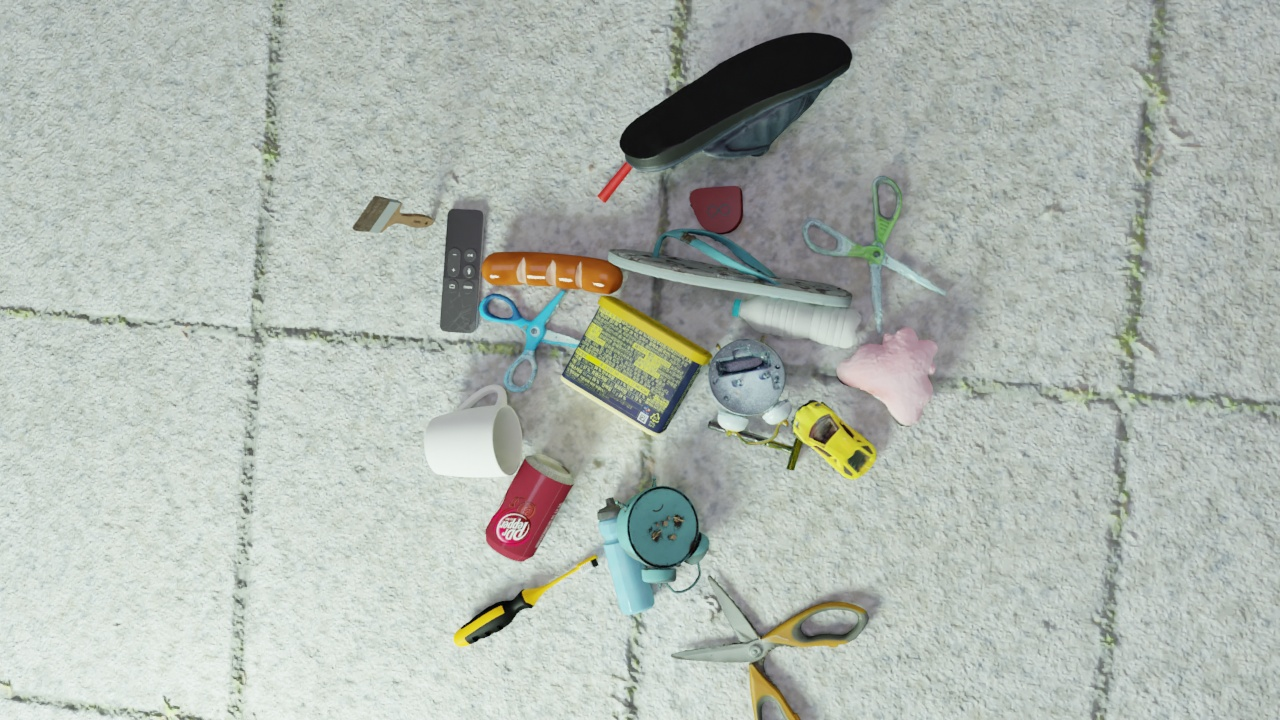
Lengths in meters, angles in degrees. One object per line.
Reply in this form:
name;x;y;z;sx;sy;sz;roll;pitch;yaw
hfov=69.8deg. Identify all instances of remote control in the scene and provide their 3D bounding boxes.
remote control;-0.211;-0.105;1.085;0.045;0.008;0.146;4;91;10

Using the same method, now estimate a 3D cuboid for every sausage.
sausage;-0.100;-0.101;1.047;0.164;0.044;0.039;6;132;10

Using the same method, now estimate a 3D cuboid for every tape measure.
tape measure;0.085;-0.167;1.026;0.059;0.019;0.051;-1;92;17

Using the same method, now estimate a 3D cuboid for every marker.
marker;-0.001;-0.239;1.044;0.013;0.012;0.142;41;97;8

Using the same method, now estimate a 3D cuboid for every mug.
mug;-0.190;0.080;1.055;0.088;0.081;0.114;-6;58;16

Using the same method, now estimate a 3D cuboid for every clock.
clock;0.119;0.033;0.997;0.083;0.057;0.117;-10;84;7
clock;0.025;0.196;1.007;0.089;0.053;0.124;-29;94;-27

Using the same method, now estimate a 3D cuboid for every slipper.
slipper;0.095;-0.103;0.981;0.269;0.098;0.055;12;107;9
slipper;0.108;-0.263;0.998;0.265;0.083;0.109;-30;46;-3

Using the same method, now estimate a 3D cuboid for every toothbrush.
toothbrush;-0.134;0.278;1.064;0.197;0.031;0.031;-32;60;5

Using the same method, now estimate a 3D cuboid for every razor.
razor;0.125;0.086;1.019;0.106;0.026;0.042;17;95;14

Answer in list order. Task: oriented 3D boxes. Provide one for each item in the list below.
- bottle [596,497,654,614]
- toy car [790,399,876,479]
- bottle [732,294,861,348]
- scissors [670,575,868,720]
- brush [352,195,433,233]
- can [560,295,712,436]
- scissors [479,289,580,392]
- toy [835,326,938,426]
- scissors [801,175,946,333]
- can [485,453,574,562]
bottle;-0.019;0.218;1.035;0.040;0.040;0.130;-16;87;10
toy car;0.207;0.085;0.986;0.107;0.030;0.049;38;96;-15
bottle;0.168;-0.045;0.998;0.136;0.044;0.044;11;92;10
scissors;0.152;0.328;1.017;0.230;0.016;0.225;-29;85;9
brush;-0.268;-0.160;1.028;0.008;0.143;0.045;42;105;9
can;-0.006;0.006;1.016;0.135;0.075;0.104;31;98;9
scissors;-0.135;-0.034;1.071;0.140;0.011;0.134;38;99;8
toy;0.270;0.010;0.976;0.102;0.050;0.093;34;99;12
scissors;0.251;-0.115;1.001;0.166;0.024;0.171;0;88;5
can;-0.127;0.167;1.043;0.063;0.063;0.114;30;95;9
